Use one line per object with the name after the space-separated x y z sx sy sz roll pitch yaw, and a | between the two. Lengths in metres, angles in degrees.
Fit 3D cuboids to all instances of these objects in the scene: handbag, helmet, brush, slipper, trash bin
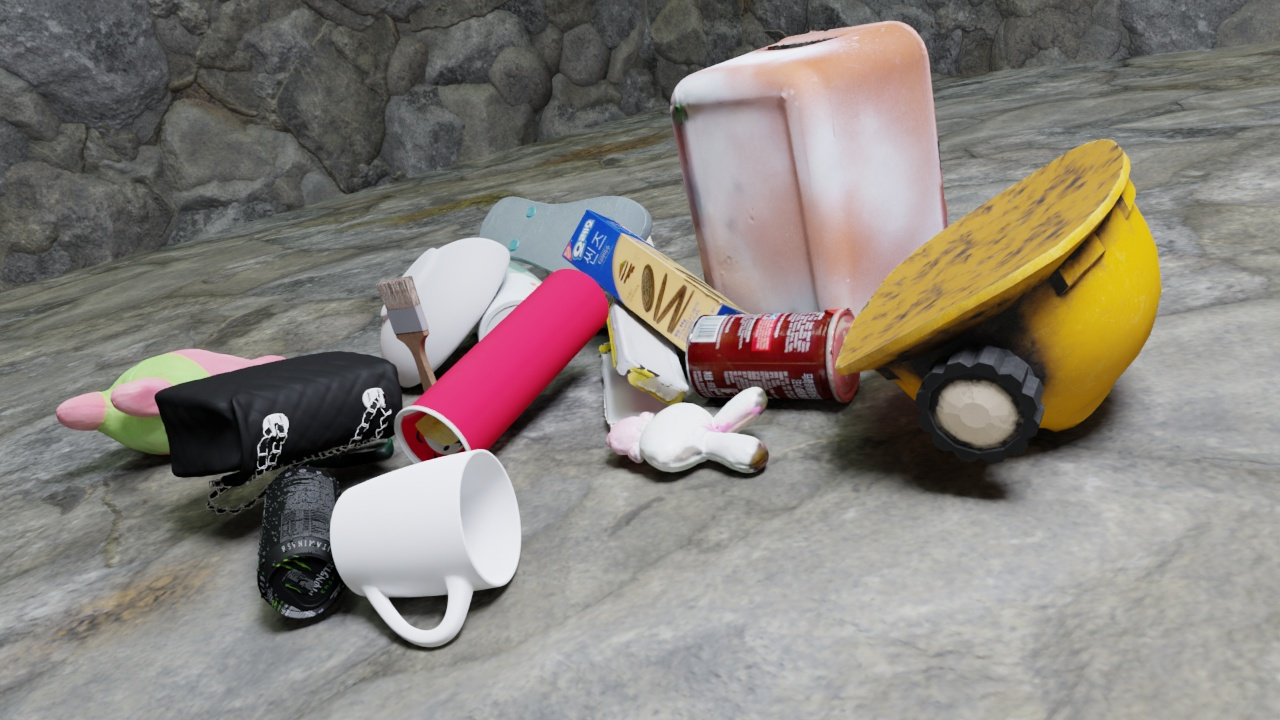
-0.261 0.057 0.692 0.125 0.115 0.153 -2 7 44 | handbag
0.252 -0.025 0.601 0.206 0.131 0.254 -36 6 43 | helmet
-0.180 0.001 0.759 0.045 0.143 0.008 -4 18 43 | brush
-0.085 -0.131 1.027 0.269 0.054 0.098 11 72 42 | slipper
0.148 -0.150 0.819 0.157 0.260 0.182 -27 25 -33 | trash bin

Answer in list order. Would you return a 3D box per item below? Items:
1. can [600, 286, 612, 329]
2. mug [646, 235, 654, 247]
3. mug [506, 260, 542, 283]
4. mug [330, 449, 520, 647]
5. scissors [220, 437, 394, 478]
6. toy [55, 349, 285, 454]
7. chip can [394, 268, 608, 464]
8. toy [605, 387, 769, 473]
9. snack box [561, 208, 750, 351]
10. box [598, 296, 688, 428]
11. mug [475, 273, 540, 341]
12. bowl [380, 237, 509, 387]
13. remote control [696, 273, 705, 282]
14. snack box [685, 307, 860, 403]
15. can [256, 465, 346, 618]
-0.034 -0.059 0.976 0.136 0.054 0.054 4 25 39 | can
-0.022 -0.119 1.089 0.120 0.096 0.099 26 20 -24 | mug
-0.141 -0.069 1.042 0.111 0.084 0.104 9 10 -44 | mug
-0.128 0.114 0.539 0.088 0.081 0.114 -13 50 15 | mug
-0.289 0.065 0.837 0.204 0.015 0.201 -2 22 22 | scissors
-0.428 0.035 0.898 0.192 0.097 0.236 -7 6 21 | toy
-0.107 0.004 0.761 0.069 0.069 0.219 1 34 32 | chip can
0.033 0.053 0.654 0.123 0.038 0.079 -4 33 20 | toy
0.010 -0.071 0.850 0.057 0.056 0.207 14 19 -49 | snack box
0.000 -0.001 0.810 0.067 0.070 0.210 7 19 -8 | box
-0.125 -0.037 0.924 0.082 0.082 0.105 -14 21 -7 | mug
-0.212 -0.061 0.930 0.177 0.066 0.176 -42 24 23 | bowl
0.050 -0.074 1.030 0.033 0.013 0.136 6 24 38 | remote control
0.104 -0.004 0.720 0.121 0.072 0.072 0 22 31 | snack box
-0.220 0.115 0.600 0.054 0.054 0.138 -17 20 -15 | can
